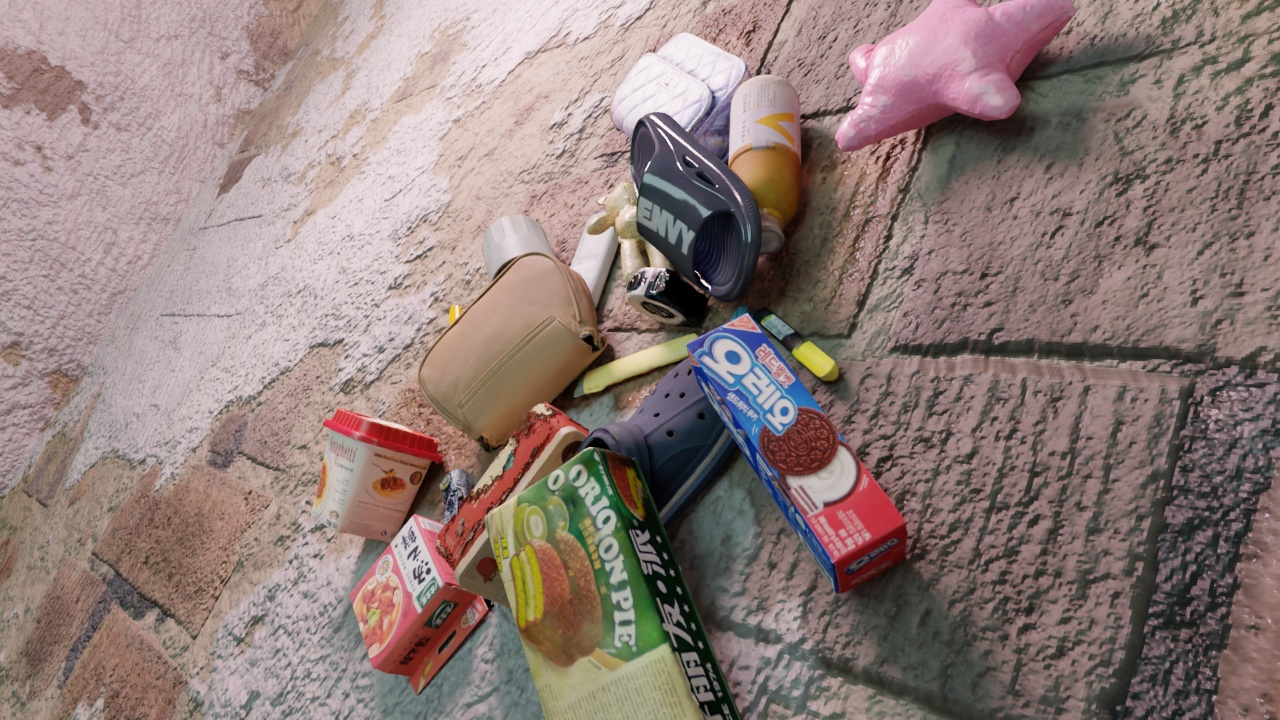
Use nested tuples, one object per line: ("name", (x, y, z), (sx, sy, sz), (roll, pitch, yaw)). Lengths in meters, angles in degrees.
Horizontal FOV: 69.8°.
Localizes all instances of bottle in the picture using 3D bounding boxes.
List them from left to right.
("bottle", (0.117, -0.184, 0.863), (0.068, 0.068, 0.189), (-20, 51, 35))

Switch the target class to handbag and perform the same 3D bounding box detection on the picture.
("handbag", (-0.127, -0.007, 0.955), (0.205, 0.099, 0.147), (-43, 54, 12))
("handbag", (0.048, -0.283, 1.009), (0.134, 0.075, 0.194), (-49, 36, 8))

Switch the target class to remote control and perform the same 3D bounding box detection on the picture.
("remote control", (-0.053, -0.109, 1.020), (0.056, 0.020, 0.135), (-8, 55, 43))

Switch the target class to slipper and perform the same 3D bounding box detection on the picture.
("slipper", (-0.010, 0.088, 0.758), (0.253, 0.095, 0.105), (-54, 40, 2))
("slipper", (0.026, -0.146, 0.859), (0.268, 0.083, 0.111), (-119, 30, -45))

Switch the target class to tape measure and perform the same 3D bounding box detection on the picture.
("tape measure", (0.021, -0.060, 0.865), (0.066, 0.065, 0.033), (10, 70, 48))

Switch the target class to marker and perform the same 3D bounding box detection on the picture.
("marker", (-0.228, -0.022, 1.140), (0.018, 0.015, 0.123), (-35, 43, 24))
("marker", (0.127, -0.015, 0.762), (0.018, 0.015, 0.124), (-47, 34, 5))

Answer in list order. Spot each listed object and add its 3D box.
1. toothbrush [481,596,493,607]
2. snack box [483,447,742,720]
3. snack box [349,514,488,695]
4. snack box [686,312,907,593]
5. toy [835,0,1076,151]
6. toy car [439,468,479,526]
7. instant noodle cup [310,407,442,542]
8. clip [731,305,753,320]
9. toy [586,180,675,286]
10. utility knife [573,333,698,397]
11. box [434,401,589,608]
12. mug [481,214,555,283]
("toothbrush", (-0.199, 0.210, 0.920), (0.189, 0.016, 0.014), (14, 81, 49))
("snack box", (-0.021, 0.192, 0.643), (0.115, 0.063, 0.240), (-35, 61, 21))
("snack box", (-0.217, 0.233, 0.883), (0.113, 0.044, 0.127), (-51, 42, 7))
("snack box", (0.103, 0.058, 0.643), (0.058, 0.057, 0.207), (-28, 53, -5))
("toy", (0.261, -0.257, 0.769), (0.195, 0.074, 0.178), (-6, 54, 40))
("toy car", (-0.171, 0.154, 0.909), (0.031, 0.049, 0.105), (-36, 41, 23))
("instant noodle cup", (-0.301, 0.129, 1.023), (0.116, 0.116, 0.124), (12, 82, 50))
("clip", (0.086, -0.024, 0.807), (0.013, 0.038, 0.055), (-8, 45, 42))
("toy", (-0.002, -0.129, 0.958), (0.105, 0.066, 0.157), (-12, 48, -2))
("utility knife", (-0.005, 0.005, 0.882), (0.152, 0.018, 0.030), (-23, 50, 36))
("box", (-0.105, 0.125, 0.826), (0.168, 0.091, 0.079), (-54, 40, -2))
("mug", (-0.146, -0.095, 1.069), (0.124, 0.083, 0.103), (-64, 29, 28))
